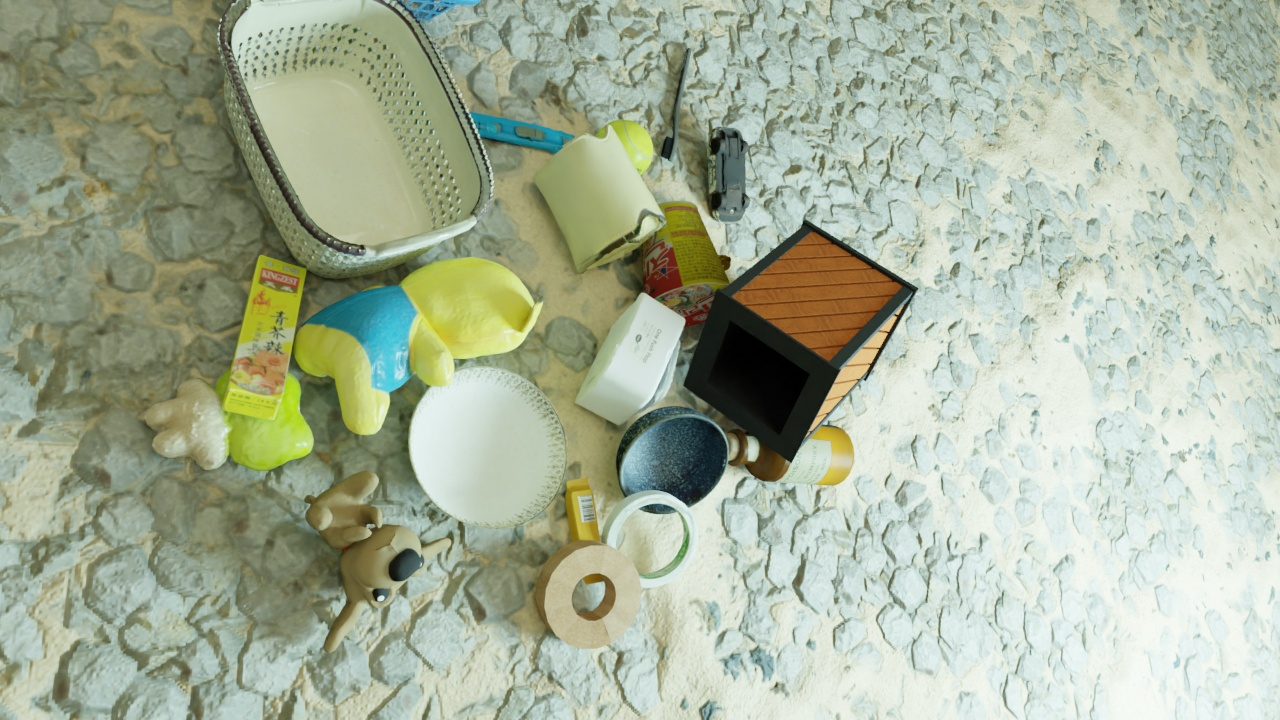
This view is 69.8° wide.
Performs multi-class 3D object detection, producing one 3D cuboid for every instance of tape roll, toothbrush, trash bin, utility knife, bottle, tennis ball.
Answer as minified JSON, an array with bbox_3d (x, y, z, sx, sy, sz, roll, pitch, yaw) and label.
[{"bbox_3d":[0.009,0.172,0.884,0.093,0.018,0.094,-3,99,-20],"label":"tape roll"},{"bbox_3d":[0.045,-0.306,1.090,0.013,0.013,0.167,19,65,-17],"label":"toothbrush"},{"bbox_3d":[-0.047,0.213,0.836,0.094,0.027,0.094,0,90,-24],"label":"tape roll"},{"bbox_3d":[0.164,-0.023,0.953,0.140,0.140,0.171,36,49,18],"label":"trash bin"},{"bbox_3d":[-0.135,-0.238,0.956,0.174,0.015,0.031,3,68,-29],"label":"utility knife"},{"bbox_3d":[0.151,0.098,0.988,0.156,0.068,0.067,8,70,-30],"label":"bottle"},{"bbox_3d":[-0.019,-0.227,0.992,0.065,0.065,0.065,10,69,-29],"label":"tennis ball"}]

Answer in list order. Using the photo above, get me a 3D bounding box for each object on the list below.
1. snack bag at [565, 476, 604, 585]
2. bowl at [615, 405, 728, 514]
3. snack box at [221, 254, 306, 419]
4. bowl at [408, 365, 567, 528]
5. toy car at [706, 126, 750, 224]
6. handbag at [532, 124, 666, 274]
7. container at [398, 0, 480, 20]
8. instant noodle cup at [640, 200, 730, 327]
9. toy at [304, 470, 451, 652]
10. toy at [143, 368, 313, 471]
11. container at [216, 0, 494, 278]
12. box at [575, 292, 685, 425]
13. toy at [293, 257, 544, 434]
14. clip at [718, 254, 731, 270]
[{"bbox_3d":[-0.052,0.162,0.871,0.026,0.020,0.099,-6,78,-28],"label":"snack bag"},{"bbox_3d":[0.024,0.090,0.909,0.114,0.060,0.114,-8,119,-16],"label":"bowl"},{"bbox_3d":[-0.302,-0.021,0.741,0.040,0.029,0.147,16,45,-25],"label":"snack box"},{"bbox_3d":[-0.143,0.081,0.815,0.145,0.063,0.145,10,70,-29],"label":"bowl"},{"bbox_3d":[0.100,-0.217,1.081,0.048,0.041,0.113,-4,94,-32],"label":"toy car"},{"bbox_3d":[-0.039,-0.161,0.930,0.081,0.111,0.119,-26,89,-35],"label":"handbag"},{"bbox_3d":[-0.307,-0.501,0.890,0.256,0.089,0.362,-3,76,-33],"label":"container"},{"bbox_3d":[0.040,-0.105,0.978,0.100,0.101,0.112,-1,66,-32],"label":"instant noodle cup"},{"bbox_3d":[-0.220,0.148,0.732,0.133,0.106,0.108,-42,108,-38],"label":"toy"},{"bbox_3d":[-0.325,0.048,0.726,0.117,0.043,0.092,-10,73,-32],"label":"toy"},{"bbox_3d":[-0.251,-0.190,0.790,0.184,0.144,0.251,-24,87,-36],"label":"container"},{"bbox_3d":[0.005,0.011,0.906,0.095,0.103,0.107,31,60,-7],"label":"box"},{"bbox_3d":[-0.183,-0.033,0.784,0.213,0.149,0.084,-26,132,-32],"label":"toy"},{"bbox_3d":[0.081,-0.104,1.031,0.054,0.047,0.047,14,23,-26],"label":"clip"}]
